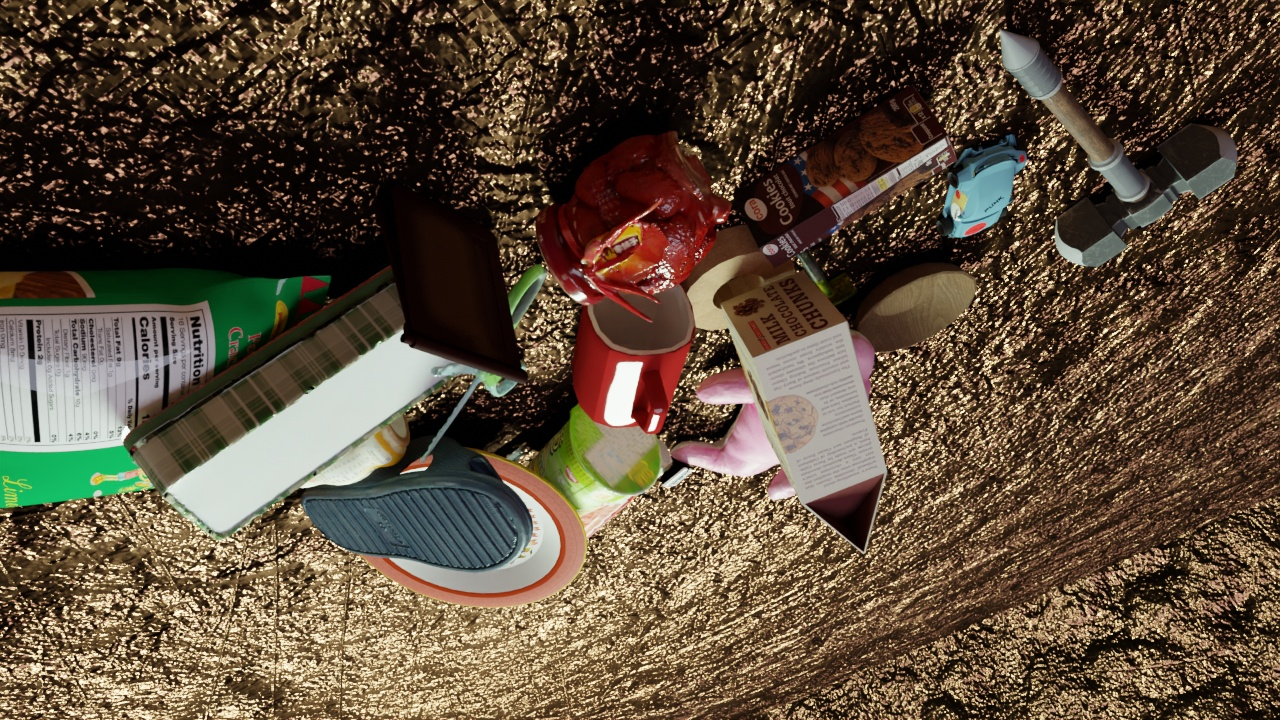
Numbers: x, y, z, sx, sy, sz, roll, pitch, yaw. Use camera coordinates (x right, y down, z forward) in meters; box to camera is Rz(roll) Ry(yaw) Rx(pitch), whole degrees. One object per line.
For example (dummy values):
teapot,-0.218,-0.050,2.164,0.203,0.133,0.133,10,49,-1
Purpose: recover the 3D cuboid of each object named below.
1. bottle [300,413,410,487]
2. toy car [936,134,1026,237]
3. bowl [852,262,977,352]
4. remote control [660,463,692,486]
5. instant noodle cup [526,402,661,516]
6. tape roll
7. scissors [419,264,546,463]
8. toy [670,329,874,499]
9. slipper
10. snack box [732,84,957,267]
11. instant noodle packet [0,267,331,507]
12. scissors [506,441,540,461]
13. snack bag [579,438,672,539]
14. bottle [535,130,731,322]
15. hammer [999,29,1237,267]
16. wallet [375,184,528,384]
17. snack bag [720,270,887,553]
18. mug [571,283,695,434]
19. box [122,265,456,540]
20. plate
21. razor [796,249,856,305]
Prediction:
bottle,-0.235,0.066,0.705,0.108,0.063,0.063,-23,149,4
toy car,0.274,-0.128,0.733,0.060,0.027,0.108,-19,149,-3
bowl,0.243,-0.053,0.831,0.117,0.030,0.118,-15,149,-9
remote control,0.037,0.119,0.957,0.028,0.012,0.124,-39,170,1
instant noodle cup,-0.051,0.098,0.843,0.098,0.098,0.108,7,147,-38
tape roll,0.072,-0.063,0.717,0.094,0.027,0.094,-15,149,-9
scissors,-0.113,0.005,0.665,0.171,0.021,0.172,-55,175,9
toy,0.141,0.069,0.873,0.186,0.127,0.266,3,151,-20
slipper,-0.174,0.112,0.755,0.264,0.082,0.101,-8,121,39
snack box,0.139,-0.126,0.635,0.141,0.051,0.031,-30,148,16
instant noodle packet,-0.329,0.018,0.546,0.252,0.090,0.196,-5,145,-34
scissors,-0.167,0.120,0.876,0.132,0.012,0.170,-4,149,-29
snack bag,-0.061,0.154,0.971,0.077,0.041,0.226,9,140,-39
bottle,-0.003,-0.083,0.571,0.111,0.098,0.099,-25,150,20
hammer,0.341,-0.172,0.699,0.321,0.043,0.156,19,131,-44
wallet,-0.113,-0.045,0.551,0.018,0.115,0.091,-35,146,25
snack bag,0.136,0.048,0.718,0.070,0.094,0.206,-22,119,1
mug,-0.004,0.004,0.692,0.080,0.116,0.097,-5,146,-15
box,-0.205,0.022,0.580,0.205,0.050,0.118,-39,163,-19
plate,-0.162,0.154,0.852,0.230,0.021,0.230,4,131,4
razor,0.140,-0.075,0.747,0.042,0.026,0.106,-28,144,16
